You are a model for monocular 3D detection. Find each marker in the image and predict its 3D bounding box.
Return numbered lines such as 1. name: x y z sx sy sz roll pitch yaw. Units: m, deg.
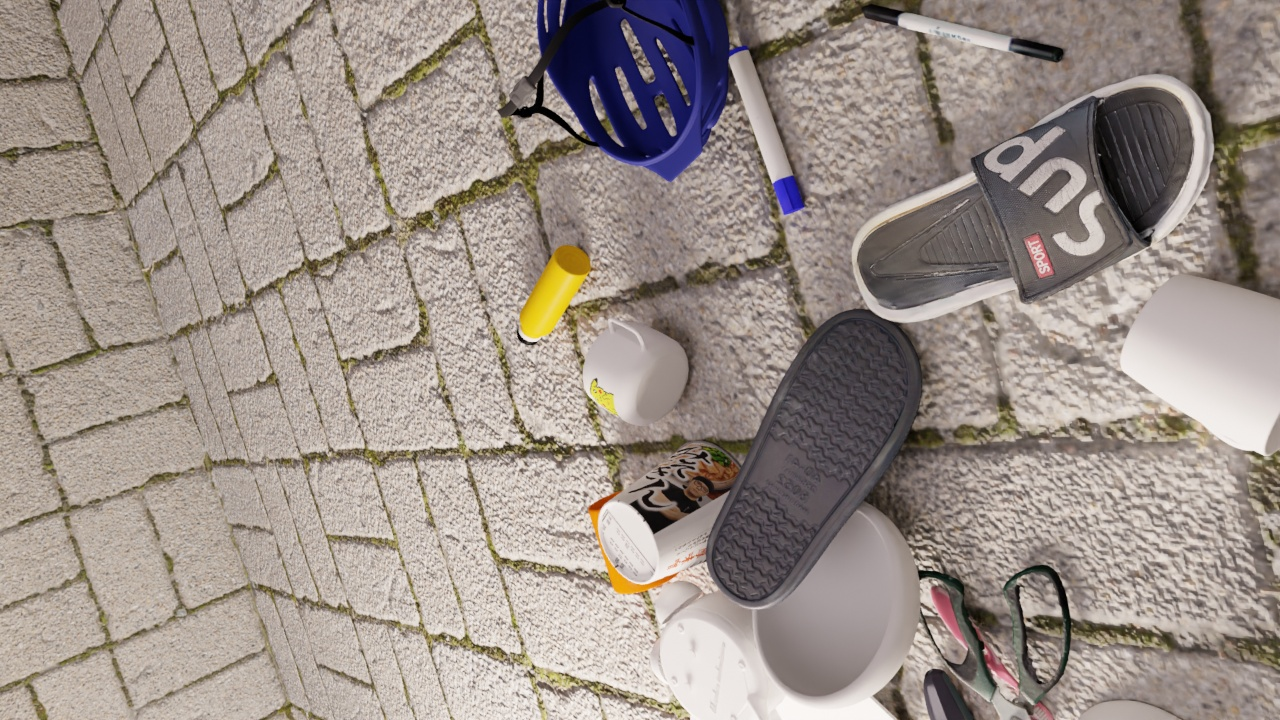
1. marker: 0.104 -0.191 0.762 0.020 0.020 0.141 -19 91 51
2. marker: 0.215 -0.225 0.628 0.152 0.011 0.011 31 127 36

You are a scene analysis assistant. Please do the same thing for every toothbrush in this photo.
1. toothbrush: 0.282 0.240 0.744 0.135 0.016 0.022 51 128 21

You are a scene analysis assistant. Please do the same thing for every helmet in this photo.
1. helmet: -0.033 -0.253 0.731 0.148 0.227 0.241 -38 74 41

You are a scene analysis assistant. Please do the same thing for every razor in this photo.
1. razor: 0.272 0.333 0.778 0.052 0.047 0.143 -25 84 26

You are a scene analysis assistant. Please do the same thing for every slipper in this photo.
1. slipper: 0.153 0.088 0.769 0.111 0.083 0.268 35 104 30
2. slipper: 0.242 -0.091 0.617 0.265 0.063 0.111 -22 89 53

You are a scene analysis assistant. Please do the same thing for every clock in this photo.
1. clock: 0.074 0.292 0.886 0.161 0.072 0.125 21 116 36

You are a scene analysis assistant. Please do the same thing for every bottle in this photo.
1. bottle: -0.103 -0.068 1.032 0.043 0.043 0.144 56 139 16

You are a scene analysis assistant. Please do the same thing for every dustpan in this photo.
1. dustpan: 0.137 0.382 0.920 0.191 0.053 0.258 40 138 26

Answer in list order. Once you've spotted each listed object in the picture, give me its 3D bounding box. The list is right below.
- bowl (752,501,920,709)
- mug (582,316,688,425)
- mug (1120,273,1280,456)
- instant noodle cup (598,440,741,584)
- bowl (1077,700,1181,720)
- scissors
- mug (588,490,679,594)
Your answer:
1. bowl: 0.177 0.209 0.787 0.177 0.066 0.176 -39 40 43
2. mug: -0.005 0.005 0.905 0.068 0.094 0.116 29 148 37
3. mug: 0.343 0.008 0.541 0.088 0.080 0.114 38 162 41
4. instant noodle cup: 0.031 0.157 0.913 0.124 0.121 0.124 22 122 42
5. bowl: 0.359 0.310 0.659 0.115 0.050 0.115 22 122 42
6. scissors: 0.302 0.249 0.708 0.138 0.015 0.209 -33 75 40
7. mug: -0.010 0.195 1.024 0.113 0.077 0.096 178 74 -78
